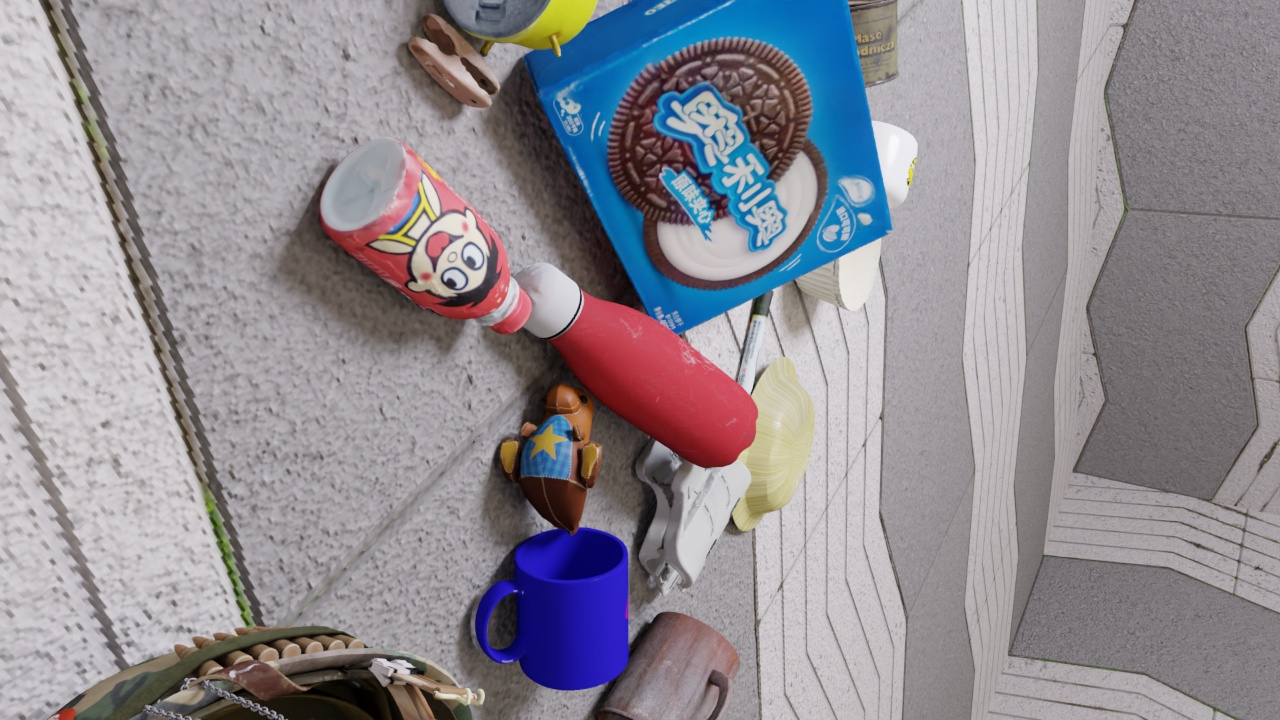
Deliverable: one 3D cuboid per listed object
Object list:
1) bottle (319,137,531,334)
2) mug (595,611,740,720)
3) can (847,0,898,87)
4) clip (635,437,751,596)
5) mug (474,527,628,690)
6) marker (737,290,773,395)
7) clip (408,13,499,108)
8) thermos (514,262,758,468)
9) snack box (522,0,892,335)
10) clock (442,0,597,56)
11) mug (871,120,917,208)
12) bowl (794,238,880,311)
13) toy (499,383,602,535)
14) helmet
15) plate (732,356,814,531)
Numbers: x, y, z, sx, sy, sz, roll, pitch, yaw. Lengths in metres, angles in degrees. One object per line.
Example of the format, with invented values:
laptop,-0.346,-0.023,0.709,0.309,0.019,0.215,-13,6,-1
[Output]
bottle,-0.108,-0.057,0.504,0.137,0.062,0.062,43,64,-52
mug,0.035,0.280,0.776,0.096,0.123,0.110,47,53,-22
can,0.198,-0.304,0.868,0.089,0.090,0.075,-40,131,-44
clip,0.050,0.125,0.797,0.125,0.089,0.151,-55,151,-36
mug,-0.062,0.176,0.642,0.111,0.079,0.083,-10,110,-29
marker,0.106,0.001,0.892,0.017,0.017,0.146,15,88,-57
clip,-0.105,-0.162,0.511,0.049,0.026,0.061,-41,130,-42
thermos,-0.004,0.004,0.657,0.239,0.073,0.073,36,69,-42
snack box,0.058,-0.142,0.630,0.239,0.195,0.056,61,6,-45
clock,-0.063,-0.227,0.500,0.057,0.083,0.119,-12,113,-61
mug,0.237,-0.200,0.964,0.115,0.094,0.068,32,73,-79
bowl,0.202,-0.112,0.959,0.115,0.063,0.115,-23,118,-52
toy,-0.051,0.070,0.644,0.103,0.071,0.090,75,21,-48
helmet,-0.148,0.204,0.355,0.224,0.236,0.192,40,61,-65
plate,0.147,0.090,0.945,0.183,0.036,0.185,-35,132,-53
